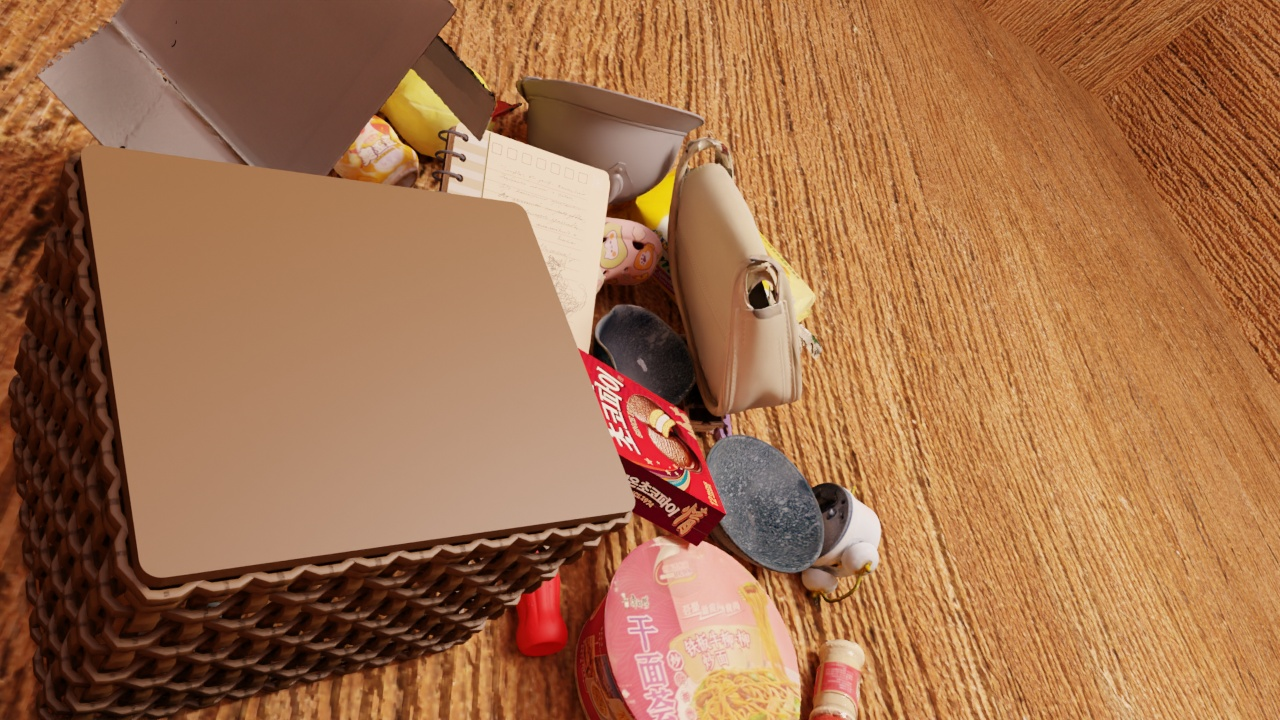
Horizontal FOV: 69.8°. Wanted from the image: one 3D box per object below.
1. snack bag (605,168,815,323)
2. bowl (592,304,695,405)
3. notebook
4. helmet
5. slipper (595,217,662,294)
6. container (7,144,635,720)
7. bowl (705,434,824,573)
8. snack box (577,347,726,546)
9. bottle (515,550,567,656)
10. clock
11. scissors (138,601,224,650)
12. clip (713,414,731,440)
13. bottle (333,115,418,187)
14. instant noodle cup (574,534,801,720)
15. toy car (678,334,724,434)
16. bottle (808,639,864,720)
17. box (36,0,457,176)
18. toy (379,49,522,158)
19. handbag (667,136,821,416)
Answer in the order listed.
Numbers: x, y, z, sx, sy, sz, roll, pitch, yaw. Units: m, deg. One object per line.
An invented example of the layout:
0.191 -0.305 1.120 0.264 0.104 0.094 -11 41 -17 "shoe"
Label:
0.080 -0.110 1.031 0.247 0.068 0.159 49 42 5 "snack bag"
-0.005 0.005 0.866 0.110 0.055 0.110 23 44 -25 "bowl"
-0.109 -0.076 0.787 0.167 0.024 0.225 13 78 -34 "notebook"
-0.046 -0.209 0.938 0.183 0.118 0.271 9 9 -21 "helmet"
-0.067 -0.092 0.883 0.197 0.093 0.081 6 72 -36 "slipper"
-0.188 0.047 0.522 0.251 0.215 0.219 0 59 -42 "container"
0.097 0.140 0.837 0.137 0.057 0.136 23 44 -25 "bowl"
-0.010 0.063 0.736 0.132 0.036 0.152 32 18 -23 "snack box"
-0.079 0.157 0.683 0.036 0.036 0.118 14 48 -33 "bottle"
0.183 0.173 0.867 0.057 0.083 0.117 33 39 -25 "clock"
-0.263 0.114 0.580 0.129 0.015 0.135 -6 67 -44 "scissors"
0.080 0.063 0.926 0.032 0.013 0.051 14 51 -31 "clip"
-0.250 -0.191 0.814 0.109 0.063 0.062 46 39 0 "bottle"
0.027 0.228 0.684 0.178 0.078 0.178 25 44 -26 "instant noodle cup"
0.058 0.024 0.920 0.039 0.039 0.113 2 50 -8 "toy car"
0.166 0.290 0.781 0.044 0.044 0.108 38 39 -10 "bottle"
-0.237 -0.172 0.585 0.167 0.331 0.164 47 25 0 "box"
-0.223 -0.255 0.875 0.207 0.092 0.133 21 23 -16 "toy"
0.106 -0.079 0.865 0.132 0.184 0.228 -11 47 -10 "handbag"
